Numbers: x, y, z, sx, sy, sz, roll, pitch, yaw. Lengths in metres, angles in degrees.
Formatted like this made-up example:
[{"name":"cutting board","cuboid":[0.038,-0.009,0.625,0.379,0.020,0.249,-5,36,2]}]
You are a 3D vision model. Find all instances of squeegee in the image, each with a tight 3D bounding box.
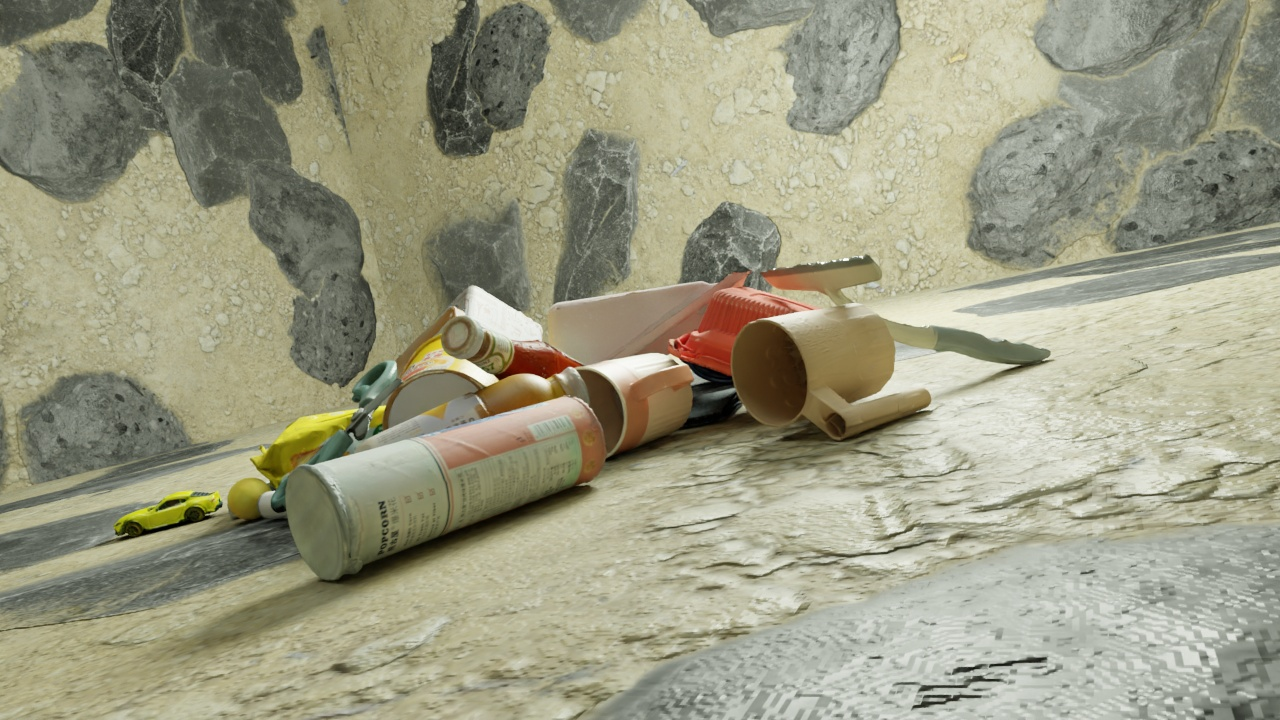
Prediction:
[{"name":"squeegee","cuboid":[0.249,-0.029,0.805,0.246,0.039,0.246,18,-1,-11]}]

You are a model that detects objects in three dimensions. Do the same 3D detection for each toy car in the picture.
[{"name":"toy car","cuboid":[-0.495,0.158,0.961,0.105,0.032,0.048,-15,4,-16]}]

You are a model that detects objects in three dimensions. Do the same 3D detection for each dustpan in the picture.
[{"name":"dustpan","cuboid":[-0.006,0.006,1.009,0.273,0.138,0.222,-7,-6,4]}]

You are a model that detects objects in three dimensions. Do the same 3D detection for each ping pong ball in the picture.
[{"name":"ping pong ball","cuboid":[-0.372,0.132,0.875,0.040,0.040,0.040,-12,3,1]}]

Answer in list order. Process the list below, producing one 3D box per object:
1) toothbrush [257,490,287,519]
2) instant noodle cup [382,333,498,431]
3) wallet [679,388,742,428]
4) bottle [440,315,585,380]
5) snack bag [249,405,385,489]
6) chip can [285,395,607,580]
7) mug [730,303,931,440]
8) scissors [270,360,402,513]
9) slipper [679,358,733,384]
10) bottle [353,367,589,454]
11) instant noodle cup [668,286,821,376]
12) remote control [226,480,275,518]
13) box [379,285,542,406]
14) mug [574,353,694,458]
[{"name":"toothbrush","cuboid":[-0.249,0.117,0.800,0.221,0.026,0.026,-10,15,28]},{"name":"instant noodle cup","cuboid":[-0.173,0.050,0.855,0.138,0.138,0.109,-12,12,3]},{"name":"wallet","cuboid":[0.048,0.053,0.926,0.097,0.019,0.120,-13,4,18]},{"name":"bottle","cuboid":[-0.101,0.008,0.804,0.060,0.059,0.206,-11,-20,22]},{"name":"snack bag","cuboid":[-0.281,0.084,0.982,0.246,0.068,0.158,-8,1,-19]},{"name":"chip can","cuboid":[-0.121,0.078,0.620,0.071,0.071,0.214,-9,4,45]},{"name":"mug","cuboid":[0.148,0.010,0.709,0.103,0.084,0.124,-13,38,-35]},{"name":"scissors","cuboid":[-0.267,0.067,0.807,0.178,0.019,0.170,-47,21,-3]},{"name":"slipper","cuboid":[0.112,-0.011,1.193,0.095,0.105,0.253,-42,8,-21]},{"name":"bottle","cuboid":[-0.130,0.059,0.728,0.189,0.068,0.068,-25,8,-20]},{"name":"instant noodle cup","cuboid":[0.126,-0.018,0.871,0.164,0.079,0.188,17,13,16]},{"name":"remote control","cuboid":[-0.392,0.141,0.973,0.056,0.019,0.135,-13,3,-9]},{"name":"box","cuboid":[-0.233,0.034,1.185,0.157,0.193,0.184,30,-54,-32]},{"name":"mug","cuboid":[-0.004,0.032,0.808,0.115,0.081,0.105,-30,-10,37]}]
